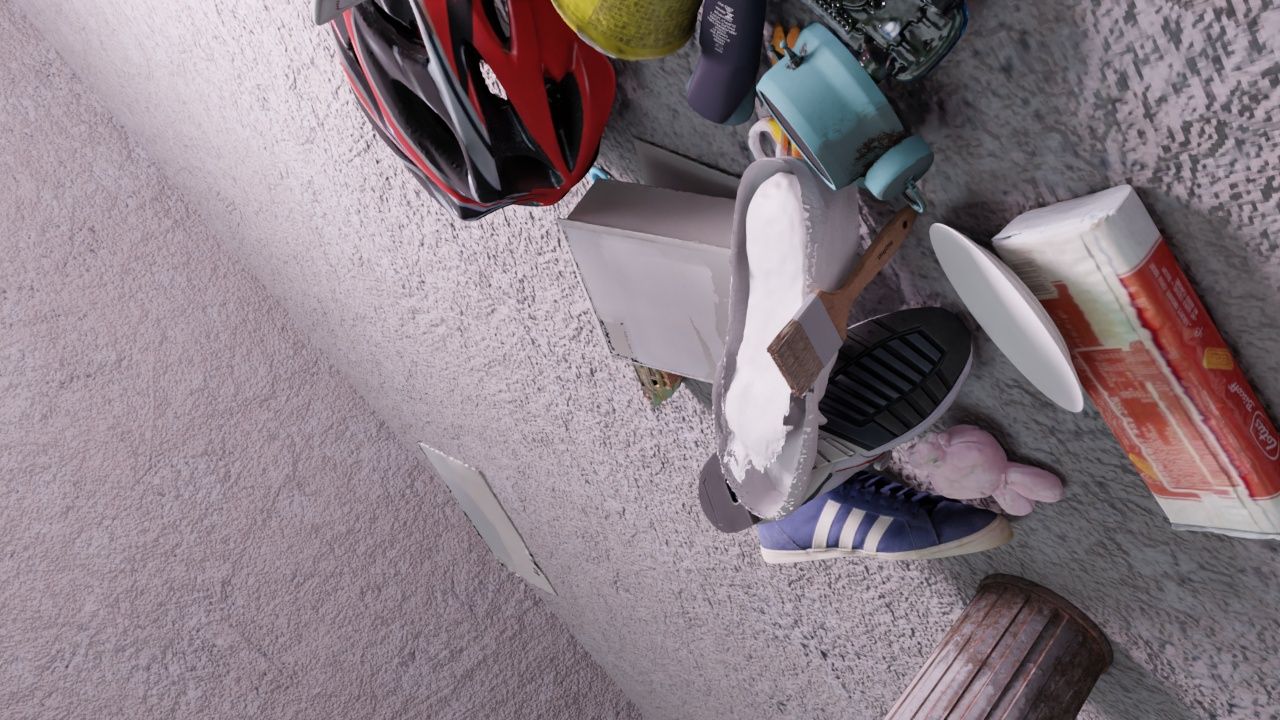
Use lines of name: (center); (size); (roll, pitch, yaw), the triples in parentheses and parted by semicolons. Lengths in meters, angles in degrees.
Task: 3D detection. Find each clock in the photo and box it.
clock: (0.116, -0.128, 0.510); (0.124, 0.053, 0.090); (49, -167, -12)

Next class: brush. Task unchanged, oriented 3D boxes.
brush: (0.127, -0.045, 0.550); (0.008, 0.143, 0.045); (21, 156, 48)

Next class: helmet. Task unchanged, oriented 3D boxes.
helmet: (-0.138, -0.237, 0.692); (0.272, 0.166, 0.218); (60, 153, -4)

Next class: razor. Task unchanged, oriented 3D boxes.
razor: (0.052, -0.184, 0.533); (0.047, 0.052, 0.143); (32, 171, 7)

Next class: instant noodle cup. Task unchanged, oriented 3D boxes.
instant noodle cup: (0.008, -0.236, 0.502); (0.102, 0.102, 0.108); (46, 149, -1)

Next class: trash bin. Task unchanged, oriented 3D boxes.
trash bin: (0.287, 0.300, 0.772); (0.131, 0.210, 0.131); (37, 157, 19)

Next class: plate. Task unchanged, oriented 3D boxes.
plate: (0.215, -0.028, 0.533); (0.134, 0.011, 0.134); (52, -172, -10)

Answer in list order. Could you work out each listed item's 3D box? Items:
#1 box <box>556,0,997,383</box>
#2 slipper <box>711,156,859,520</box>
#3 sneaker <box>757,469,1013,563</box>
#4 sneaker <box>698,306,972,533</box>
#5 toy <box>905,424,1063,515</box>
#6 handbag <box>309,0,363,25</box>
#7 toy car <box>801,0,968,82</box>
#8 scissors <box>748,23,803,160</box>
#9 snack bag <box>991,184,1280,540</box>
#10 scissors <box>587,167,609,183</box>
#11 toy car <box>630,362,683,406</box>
box: (0.136, -0.158, 0.785); (0.172, 0.402, 0.169); (29, 152, 35)
slipper: (0.096, -0.010, 0.607); (0.112, 0.074, 0.247); (-138, 48, -62)
sneaker: (0.191, 0.103, 0.790); (0.234, 0.091, 0.118); (-15, 90, 45)
sneaker: (0.157, 0.045, 0.695); (0.240, 0.124, 0.088); (-40, 66, 28)
toy: (0.251, 0.080, 0.678); (0.110, 0.047, 0.064); (27, 147, 0)
handbag: (-0.130, -0.293, 0.502); (0.096, 0.198, 0.142); (49, 157, -6)
toy car: (0.108, -0.192, 0.452); (0.120, 0.043, 0.056); (46, 127, 6)
scissors: (0.091, -0.162, 0.586); (0.070, 0.013, 0.130); (28, 153, 34)
snack bag: (0.284, 0.008, 0.505); (0.225, 0.041, 0.078); (50, 158, -15)
scissors: (-0.036, -0.126, 0.862); (0.135, 0.015, 0.135); (27, 144, 44)
toy car: (0.023, 0.008, 0.943); (0.047, 0.047, 0.112); (34, 156, 39)
